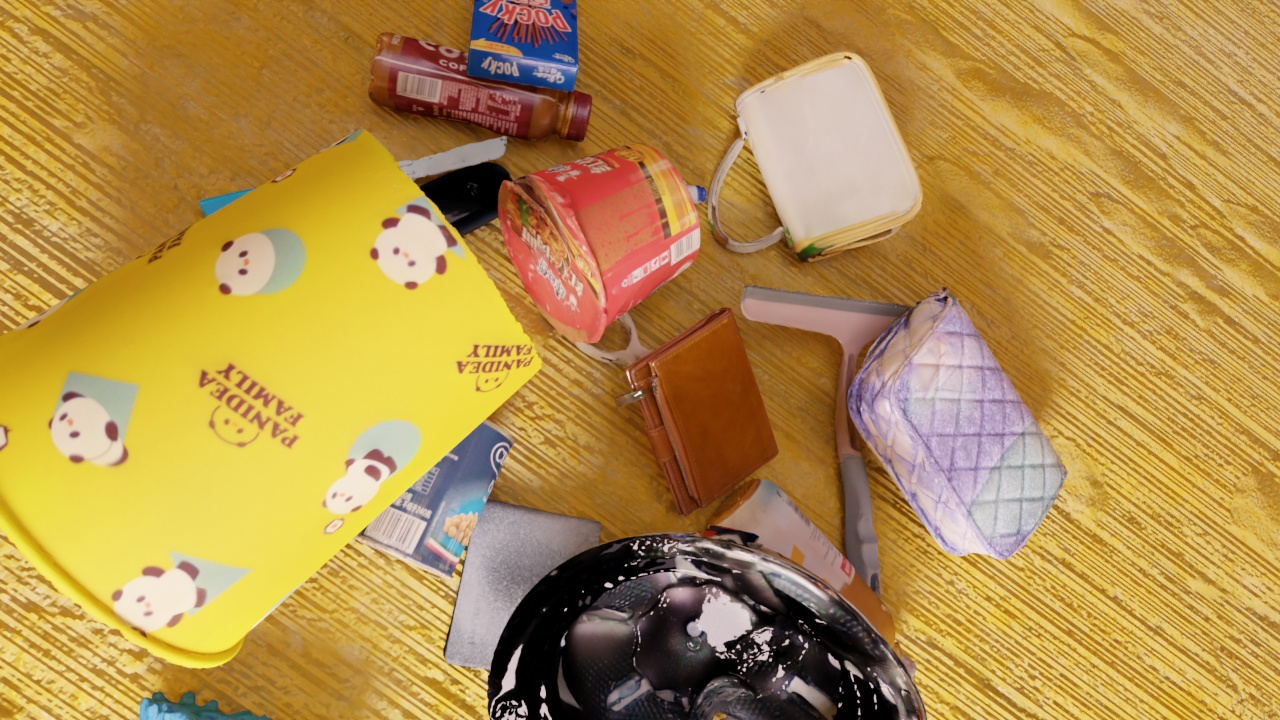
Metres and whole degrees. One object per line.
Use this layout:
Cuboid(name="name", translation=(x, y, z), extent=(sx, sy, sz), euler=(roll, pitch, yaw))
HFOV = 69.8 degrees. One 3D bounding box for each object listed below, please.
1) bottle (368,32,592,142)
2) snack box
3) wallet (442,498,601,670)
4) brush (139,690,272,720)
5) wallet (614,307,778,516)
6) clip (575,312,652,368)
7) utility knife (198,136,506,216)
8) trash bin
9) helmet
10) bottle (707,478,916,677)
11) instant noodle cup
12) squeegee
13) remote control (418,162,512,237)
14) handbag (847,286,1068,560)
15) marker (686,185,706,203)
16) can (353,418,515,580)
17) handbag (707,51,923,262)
Cuboid(name="bottle", translation=(-0.128, -0.217, 0.747), extent=(0.175, 0.058, 0.057), euler=(11, 73, -11))
Cuboid(name="snack box", translation=(-0.095, -0.280, 0.753), extent=(0.084, 0.026, 0.156), euler=(6, 48, -13))
Cuboid(name="wallet", translation=(-0.086, 0.170, 0.680), extent=(0.097, 0.019, 0.120), euler=(12, 75, -9))
Cuboid(name="brush", translation=(-0.184, 0.311, 0.580), extent=(0.314, 0.060, 0.109), euler=(18, 78, 3))
Cuboid(name="wallet", translation=(0.047, 0.043, 0.703), extent=(0.118, 0.035, 0.131), euler=(-30, 112, -27))
Cuboid(name="clip", translation=(0.000, 0.001, 0.738), extent=(0.100, 0.035, 0.071), euler=(41, 71, 8))
Cuboid(name="utility knife", translation=(-0.217, -0.140, 0.716), extent=(0.238, 0.018, 0.034), euler=(-18, 79, -13))
Cuboid(name="trash bin", translation=(-0.215, 0.009, 0.554), extent=(0.255, 0.230, 0.229), euler=(-39, 87, -9))
Cuboid(name="helmet", translation=(0.045, 0.218, 0.622), extent=(0.274, 0.156, 0.230), euler=(23, 95, 2))
Cuboid(name="bottle", translation=(0.134, 0.177, 0.705), extent=(0.068, 0.068, 0.189), euler=(-43, 89, -20))
Cuboid(name="instant noodle cup", translation=(-0.027, -0.096, 0.705), extent=(0.108, 0.138, 0.138), euler=(-30, 85, -26))
Cuboid(name="squeegee", translation=(0.178, 0.073, 0.759), extent=(0.247, 0.040, 0.249), euler=(5, 80, -31))
Cuboid(name="remote control", translation=(-0.159, -0.120, 0.732), extent=(0.136, 0.024, 0.053), euler=(-31, 83, -19))
Cuboid(name="handbag", translation=(0.254, 0.056, 0.741), extent=(0.134, 0.076, 0.194), euler=(-44, 107, -26))
Cuboid(name="marker", translation=(-0.015, -0.140, 0.777), extent=(0.145, 0.017, 0.017), euler=(-3, 77, -15))
Cuboid(name="can", translation=(-0.147, 0.092, 0.654), extent=(0.075, 0.075, 0.111), euler=(26, 72, -7))
Cuboid(name="handbag", translation=(0.136, -0.166, 0.807), extent=(0.178, 0.063, 0.163), euler=(-20, 81, -3))
